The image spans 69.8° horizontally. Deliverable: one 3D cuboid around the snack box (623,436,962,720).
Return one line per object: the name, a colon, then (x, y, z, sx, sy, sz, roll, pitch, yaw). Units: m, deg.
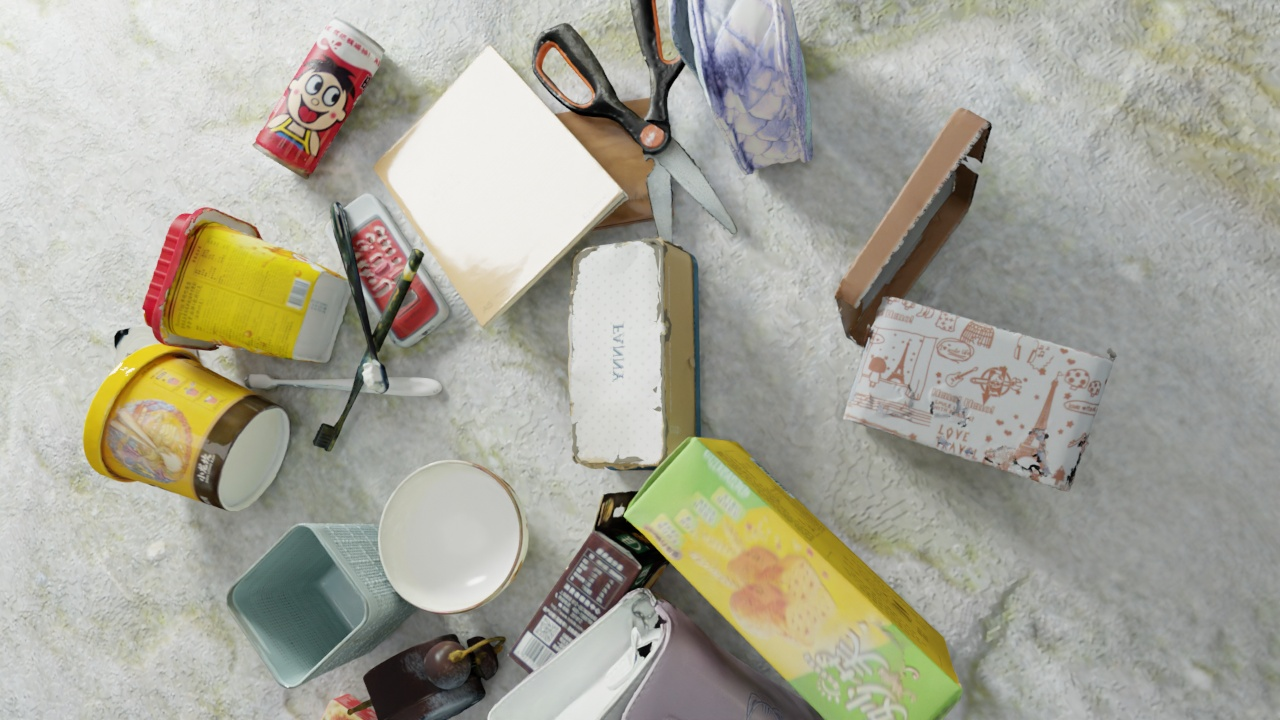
snack box: (0.101, 0.144, 0.597, 0.210, 0.157, 0.070, 44, 96, 15)

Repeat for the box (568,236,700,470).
box: (-0.004, 0.004, 0.684, 0.090, 0.059, 0.184, -2, 86, 30)

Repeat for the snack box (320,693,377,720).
snack box: (-0.194, 0.335, 0.717, 0.153, 0.025, 0.075, 28, 90, 16)

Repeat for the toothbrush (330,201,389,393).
toothbrush: (-0.234, -0.056, 0.751, 0.016, 0.018, 0.181, -28, 68, 23)

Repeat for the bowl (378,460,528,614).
bowl: (-0.136, 0.136, 0.706, 0.113, 0.062, 0.113, -2, 78, 11)

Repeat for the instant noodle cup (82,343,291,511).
instant noodle cup: (-0.363, 0.060, 0.753, 0.114, 0.118, 0.118, 20, 88, 7)

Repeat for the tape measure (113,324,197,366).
tape measure: (-0.431, 0.000, 0.816, 0.066, 0.033, 0.065, -12, 82, 13)

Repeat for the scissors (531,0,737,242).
scissors: (0.008, -0.198, 0.717, 0.222, 0.021, 0.211, 32, 95, 10)

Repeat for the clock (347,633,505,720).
clock: (-0.154, 0.241, 0.690, 0.122, 0.082, 0.055, -32, 70, 11)

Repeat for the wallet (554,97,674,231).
wallet: (-0.035, -0.156, 0.742, 0.115, 0.020, 0.101, -9, 82, 10)

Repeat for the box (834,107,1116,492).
box: (0.210, -0.036, 0.583, 0.157, 0.183, 0.193, 20, 91, 15)

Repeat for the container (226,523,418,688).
container: (-0.232, 0.180, 0.701, 0.090, 0.111, 0.090, -43, 75, 5)

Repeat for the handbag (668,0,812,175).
handbag: (0.071, -0.215, 0.630, 0.076, 0.194, 0.134, -9, 80, 13)

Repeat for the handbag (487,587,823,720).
handbag: (0.025, 0.251, 0.587, 0.145, 0.098, 0.197, -48, 119, -2)

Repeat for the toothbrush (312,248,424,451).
toothbrush: (-0.224, -0.009, 0.754, 0.186, 0.017, 0.012, -63, 31, 6)

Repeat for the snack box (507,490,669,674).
snack box: (-0.028, 0.159, 0.651, 0.053, 0.113, 0.125, 36, 93, 15)

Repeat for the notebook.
notebook: (-0.121, -0.145, 0.739, 0.149, 0.012, 0.211, -43, 61, 8)

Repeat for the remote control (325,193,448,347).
remote control: (-0.216, -0.077, 0.777, 0.056, 0.020, 0.136, -36, 76, 8)

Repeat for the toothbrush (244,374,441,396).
toothbrush: (-0.252, 0.021, 0.778, 0.180, 0.016, 0.016, 1, 88, 12)

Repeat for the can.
can: (-0.277, -0.227, 0.794, 0.053, 0.053, 0.133, 34, 92, 16)

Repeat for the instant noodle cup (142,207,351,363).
instant noodle cup: (-0.317, -0.053, 0.759, 0.124, 0.116, 0.116, 17, 88, 4)
